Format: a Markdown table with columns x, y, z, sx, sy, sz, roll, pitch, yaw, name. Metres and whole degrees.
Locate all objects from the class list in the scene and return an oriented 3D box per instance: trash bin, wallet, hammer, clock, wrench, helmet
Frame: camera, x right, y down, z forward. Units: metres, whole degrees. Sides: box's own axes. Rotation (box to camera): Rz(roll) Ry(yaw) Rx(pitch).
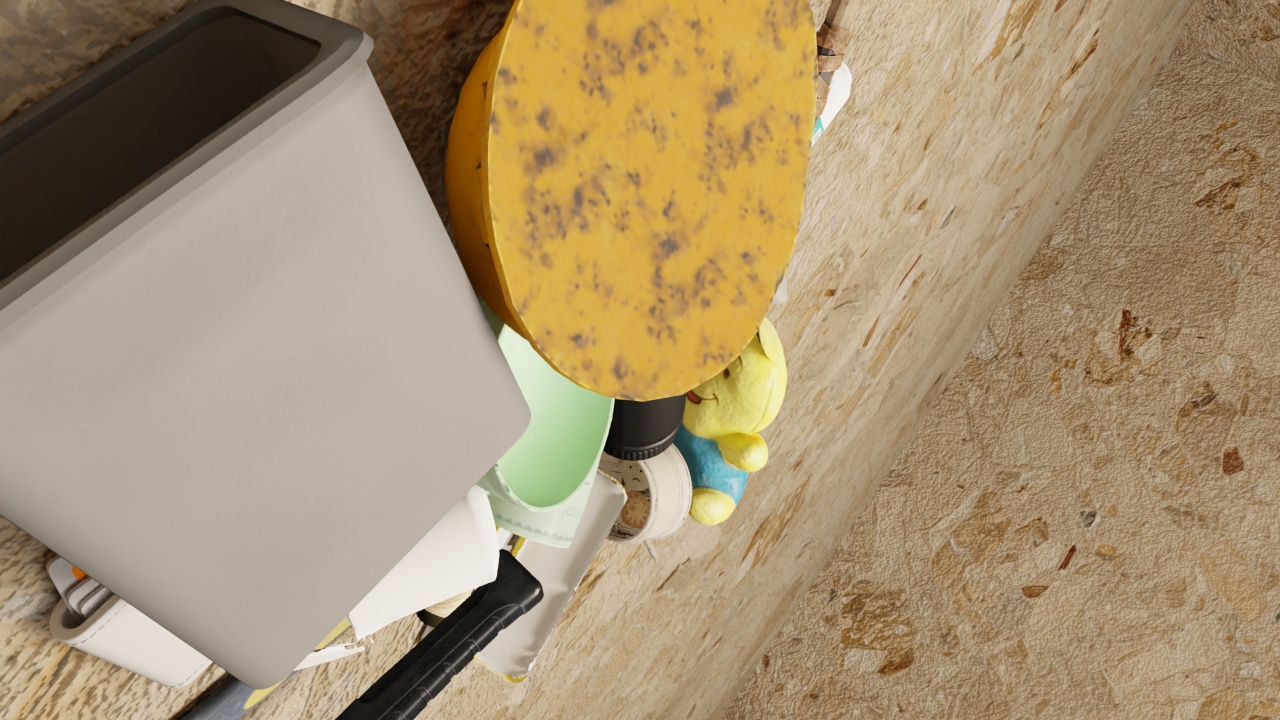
| x | y | z | sx | sy | sz | roll | pitch | yaw | name |
| --- | --- | --- | --- | --- | --- | --- | --- | --- | --- |
| -0.161 | 0.003 | 0.374 | 0.191 | 0.098 | 0.220 | -46 | 146 | -23 | trash bin |
| -0.234 | 0.103 | 0.472 | 0.118 | 0.037 | 0.115 | -48 | 149 | -19 | wallet |
| -0.195 | 0.253 | 0.594 | 0.332 | 0.118 | 0.025 | -41 | 154 | -23 | hammer |
| 0.154 | -0.271 | 0.668 | 0.121 | 0.049 | 0.319 | -20 | 133 | -62 | hammer |
| -0.011 | 0.097 | 0.836 | 0.061 | 0.103 | 0.157 | -8 | 102 | -51 | clock |
| -0.266 | 0.222 | 0.575 | 0.272 | 0.022 | 0.073 | -39 | 151 | -34 | wrench |
| -0.021 | -0.109 | 0.493 | 0.205 | 0.131 | 0.255 | 29 | 75 | -39 | helmet |

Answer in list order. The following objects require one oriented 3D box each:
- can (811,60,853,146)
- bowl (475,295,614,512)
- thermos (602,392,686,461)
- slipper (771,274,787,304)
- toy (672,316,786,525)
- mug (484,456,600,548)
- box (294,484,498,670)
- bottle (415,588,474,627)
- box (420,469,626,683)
| x | y | z | sx | sy | sz | roll | pitch | yaw | name |
| --- | --- | --- | --- | --- | --- | --- | --- | --- | --- |
| 0.129 | -0.206 | 0.762 | 0.101 | 0.055 | 0.055 | -54 | 156 | -9 | can |
| -0.081 | 0.017 | 0.582 | 0.150 | 0.077 | 0.151 | -18 | 110 | -62 | bowl |
| -0.004 | 0.004 | 0.726 | 0.085 | 0.086 | 0.199 | -42 | 152 | -31 | thermos |
| 0.055 | -0.109 | 0.721 | 0.265 | 0.081 | 0.113 | 29 | 49 | -70 | slipper |
| 0.073 | 0.041 | 0.857 | 0.083 | 0.149 | 0.214 | -1 | 117 | -35 | toy |
| -0.082 | 0.072 | 0.682 | 0.111 | 0.084 | 0.104 | 24 | 87 | -40 | mug |
| -0.167 | 0.135 | 0.567 | 0.166 | 0.092 | 0.084 | -17 | 173 | -16 | box |
| -0.142 | 0.112 | 0.650 | 0.045 | 0.045 | 0.185 | -33 | 139 | -43 | bottle |
| -0.104 | 0.176 | 0.788 | 0.117 | 0.057 | 0.210 | 25 | 98 | -30 | box |
